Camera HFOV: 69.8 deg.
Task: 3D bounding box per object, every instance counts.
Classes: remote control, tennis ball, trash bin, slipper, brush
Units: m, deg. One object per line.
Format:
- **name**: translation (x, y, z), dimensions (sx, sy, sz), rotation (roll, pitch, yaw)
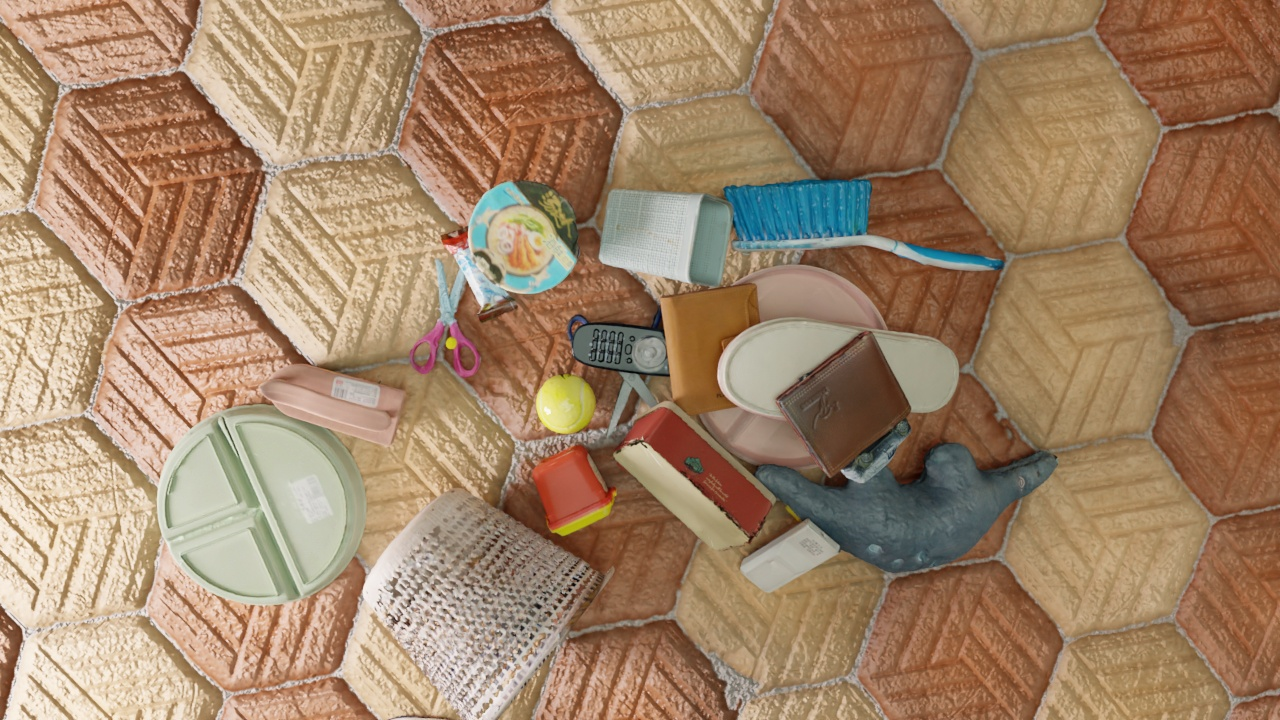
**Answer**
- **remote control**: translation (0.163, 0.219, 1.013), dimensions (0.049, 0.024, 0.125), rotation (40, 131, -5)
- **remote control**: translation (-0.007, -0.012, 1.000), dimensions (0.136, 0.024, 0.053), rotation (8, 96, -4)
- **tennis ball**: translation (-0.081, 0.047, 0.996), dimensions (0.065, 0.065, 0.065), rotation (0, 96, -3)
- **trash bin**: translation (-0.169, 0.247, 0.955), dimensions (0.192, 0.227, 0.227), rotation (39, 93, 6)
- **slipper**: translation (0.210, 0.010, 0.981), dimensions (0.274, 0.054, 0.114), rotation (1, 99, -14)
- **brush**: translation (0.246, -0.145, 0.999), dimensions (0.314, 0.060, 0.109), rotation (-4, 102, -4)
- **brush**: translation (-0.329, 0.043, 0.981), dimensions (0.145, 0.073, 0.063), rotation (17, 96, -3)

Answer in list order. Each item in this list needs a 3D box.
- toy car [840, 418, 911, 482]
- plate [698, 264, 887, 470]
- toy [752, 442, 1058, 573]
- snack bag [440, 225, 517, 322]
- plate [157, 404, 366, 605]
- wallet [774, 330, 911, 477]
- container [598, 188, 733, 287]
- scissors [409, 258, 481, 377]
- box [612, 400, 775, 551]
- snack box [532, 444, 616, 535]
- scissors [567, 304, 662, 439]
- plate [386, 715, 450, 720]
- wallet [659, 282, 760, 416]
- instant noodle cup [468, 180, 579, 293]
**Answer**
- **toy car**: translation (0.250, 0.093, 0.973), dimensions (0.090, 0.043, 0.034), rotation (-40, 98, -14)
- **plate**: translation (0.166, 0.008, 1.022), dimensions (0.229, 0.028, 0.229), rotation (0, 96, -2)
- **toy**: translation (0.302, 0.163, 1.016), dimensions (0.356, 0.091, 0.138), rotation (-5, 86, -8)
- **snack bag**: translation (-0.174, -0.095, 0.994), dimensions (0.048, 0.026, 0.104), rotation (-24, 96, -6)
- **plate**: translation (-0.421, 0.163, 1.014), dimensions (0.230, 0.027, 0.230), rotation (0, 97, -3)
- **wallet**: translation (0.211, 0.044, 0.942), dimensions (0.124, 0.032, 0.101), rotation (-37, 105, -7)
- **container**: translation (0.025, -0.131, 0.954), dimensions (0.112, 0.090, 0.090), rotation (13, 96, 26)
- **scissors**: translation (-0.221, -0.046, 1.006), dimensions (0.093, 0.017, 0.137), rotation (-10, 92, 0)
- **box**: translation (0.052, 0.133, 0.987), dimensions (0.168, 0.092, 0.076), rotation (43, 58, -9)
- **snack box**: translation (-0.073, 0.137, 0.997), dimensions (0.082, 0.091, 0.080), rotation (-24, 90, -1)
- **scissors**: translation (-0.010, 0.005, 1.022), dimensions (0.176, 0.012, 0.162), rotation (42, 94, -8)
- **plate**: translation (-0.255, 0.514, 1.053), dimensions (0.205, 0.045, 0.205), rotation (0, 97, -3)
- **wallet**: translation (0.081, -0.011, 0.981), dimensions (0.107, 0.031, 0.132), rotation (-9, 100, -9)
- **instant noodle cup**: translation (-0.117, -0.125, 0.947), dimensions (0.111, 0.120, 0.111), rotation (0, 96, -4)
